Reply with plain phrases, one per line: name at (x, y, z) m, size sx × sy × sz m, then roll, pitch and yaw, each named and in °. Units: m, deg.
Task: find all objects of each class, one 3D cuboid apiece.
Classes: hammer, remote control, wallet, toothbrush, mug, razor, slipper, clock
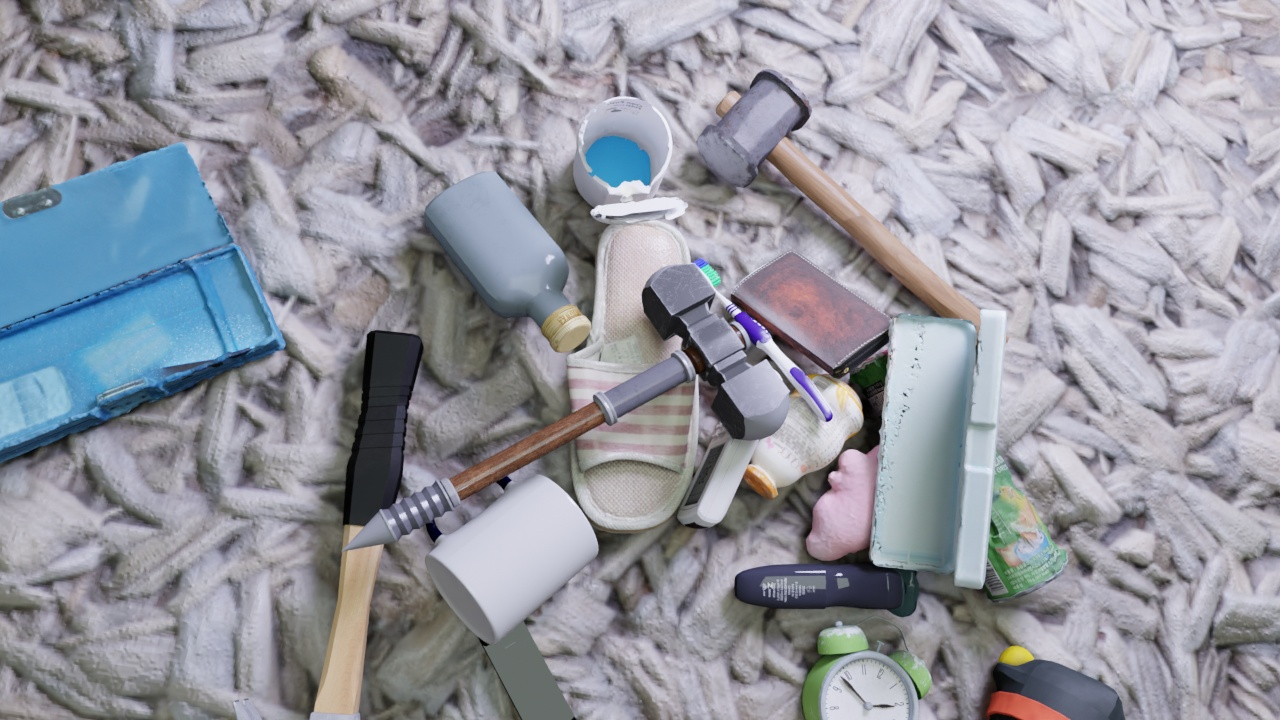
hammer at (0.194, -0.118, 0.806) m, size 0.328 × 0.052 × 0.098 m, roll 42°, pitch 73°, yaw -1°
remote control at (0.071, 0.070, 0.726) m, size 0.025 × 0.060 × 0.138 m, roll 29°, pitch 73°, yaw -6°
wallet at (0.140, -0.040, 0.754) m, size 0.072 × 0.019 × 0.123 m, roll -35°, pitch 52°, yaw -16°
toothbrush at (0.096, -0.020, 0.743) m, size 0.016 × 0.015 × 0.186 m, roll -31°, pitch 61°, yaw -14°
hammer at (-0.058, 0.052, 0.651) m, size 0.321 × 0.043 × 0.156 m, roll -28°, pitch 70°, yaw -18°
remote control at (-0.081, 0.240, 0.680) m, size 0.034 × 0.013 × 0.150 m, roll -27°, pitch 82°, yaw -19°
mug at (-0.103, 0.129, 0.662) m, size 0.096 × 0.079 × 0.112 m, roll -37°, pitch 78°, yaw -29°
razor at (0.145, 0.177, 0.720) m, size 0.143 × 0.052 × 0.047 m, roll 1°, pitch 86°, yaw -5°
slipper at (-0.004, 0.004, 0.734) m, size 0.115 × 0.052 × 0.262 m, roll 6°, pitch 75°, yaw -10°
hammer at (-0.202, 0.137, 0.666) m, size 0.131 × 0.039 × 0.327 m, roll 6°, pitch 72°, yaw -5°
clock at (0.170, 0.257, 0.706) m, size 0.094 × 0.043 × 0.119 m, roll 28°, pitch 73°, yaw -4°

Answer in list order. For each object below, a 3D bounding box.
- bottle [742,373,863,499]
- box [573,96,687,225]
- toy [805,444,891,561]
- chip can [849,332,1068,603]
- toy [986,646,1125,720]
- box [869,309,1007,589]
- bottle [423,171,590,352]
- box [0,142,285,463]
bottle at (0.128, 0.062, 0.738) m, size 0.063 × 0.063 × 0.108 m, roll 45°, pitch 74°, yaw 3°
box at (-0.009, -0.145, 0.719) m, size 0.084 × 0.160 × 0.118 m, roll -1°, pitch 87°, yaw -5°
toy at (0.181, 0.115, 0.737) m, size 0.102 × 0.050 × 0.093 m, roll -8°, pitch 96°, yaw -9°
chip can at (0.259, 0.086, 0.749) m, size 0.075 × 0.075 × 0.223 m, roll -29°, pitch 83°, yaw -16°
toy at (0.307, 0.289, 0.693) m, size 0.097 × 0.100 × 0.119 m, roll 39°, pitch 71°, yaw -1°
box at (0.219, 0.062, 0.688) m, size 0.096 × 0.085 × 0.198 m, roll 6°, pitch 86°, yaw 26°
bottle at (-0.098, -0.074, 0.718) m, size 0.072 × 0.046 × 0.161 m, roll -34°, pitch 69°, yaw -16°
box at (-0.404, -0.039, 0.668) m, size 0.231 × 0.066 × 0.173 m, roll -24°, pitch 102°, yaw -15°
